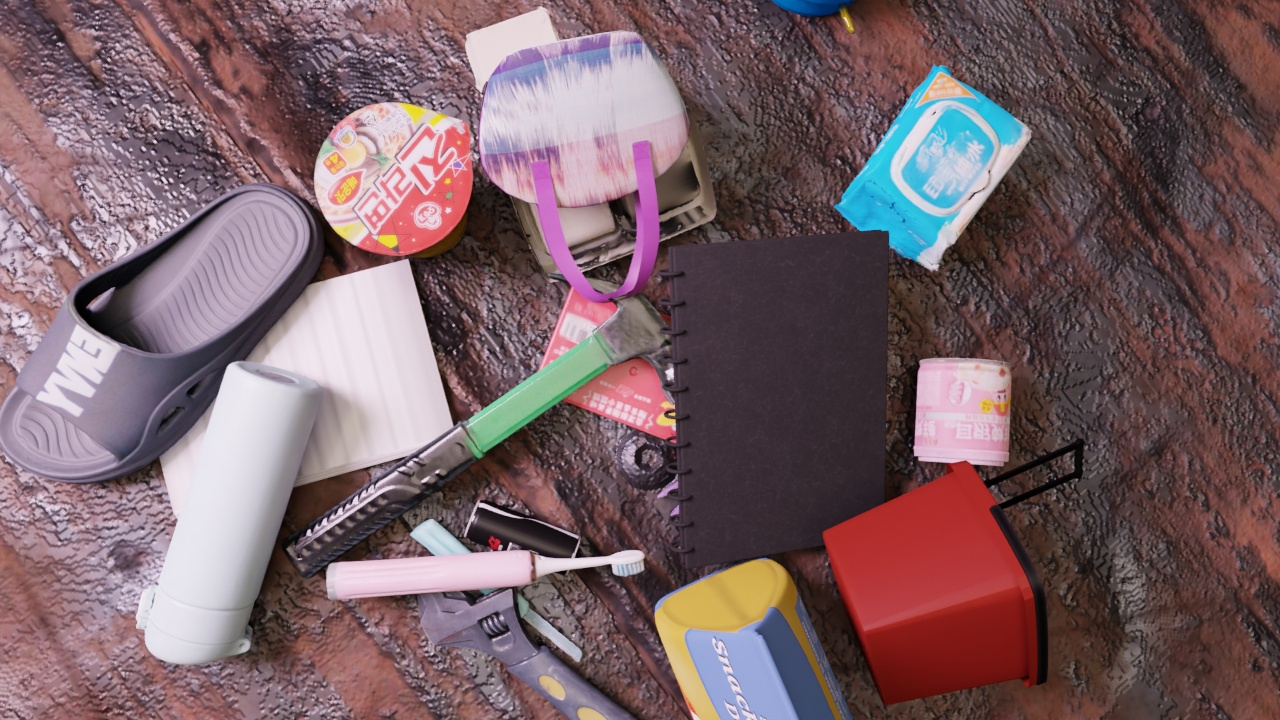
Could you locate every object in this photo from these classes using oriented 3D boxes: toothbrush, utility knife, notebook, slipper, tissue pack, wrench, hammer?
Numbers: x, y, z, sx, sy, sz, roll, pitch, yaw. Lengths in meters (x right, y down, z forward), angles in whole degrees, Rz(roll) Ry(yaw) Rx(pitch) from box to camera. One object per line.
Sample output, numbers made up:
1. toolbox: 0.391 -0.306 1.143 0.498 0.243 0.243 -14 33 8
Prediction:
1. toothbrush: -0.108 0.149 0.648 0.222 0.027 0.026 -3 114 -1
2. utility knife: -0.105 0.173 0.681 0.158 0.015 0.022 40 107 -1
3. notebook: 0.098 0.029 0.657 0.169 0.019 0.231 -6 104 -14
4. slipper: -0.333 -0.020 0.634 0.110 0.083 0.268 44 83 -1
5. tissue pack: 0.224 -0.146 0.698 0.093 0.062 0.144 35 85 -2
6. wrench: -0.055 0.242 0.672 0.273 0.022 0.073 41 100 -3
7. hammer: -0.120 0.054 0.663 0.319 0.032 0.130 -35 94 1
8. notebook: -0.257 0.020 0.682 0.209 0.009 0.142 -15 87 -5

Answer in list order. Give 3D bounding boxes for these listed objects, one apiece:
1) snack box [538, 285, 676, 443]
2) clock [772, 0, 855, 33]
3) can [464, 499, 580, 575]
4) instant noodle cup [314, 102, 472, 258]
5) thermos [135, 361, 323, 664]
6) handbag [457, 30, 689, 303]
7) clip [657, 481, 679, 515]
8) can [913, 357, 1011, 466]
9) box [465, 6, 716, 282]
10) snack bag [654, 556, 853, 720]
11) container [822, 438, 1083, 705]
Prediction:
1. snack box: -0.004 0.004 0.694 0.133 0.021 0.089 21 86 -3
2. clock: 0.123 -0.335 0.705 0.161 0.060 0.116 34 86 0
3. can: -0.087 0.130 0.676 0.080 0.031 0.031 21 85 -3
4. instant noodle cup: -0.163 -0.113 0.644 0.100 0.112 0.100 0 87 -5
5. thermos: -0.283 0.107 0.636 0.078 0.065 0.207 18 93 -24
6. handbag: -0.034 -0.122 0.608 0.144 0.068 0.170 -13 106 -8
7. clip: 0.038 0.095 0.697 0.052 0.013 0.036 -39 91 -8
8. can: 0.241 0.039 0.687 0.067 0.067 0.076 4 86 -4
9. box: -0.038 -0.166 0.680 0.145 0.101 0.187 -20 109 -7
10. snack bag: 0.087 0.226 0.595 0.102 0.205 0.159 -23 89 -5
11. container: 0.241 0.145 0.635 0.201 0.127 0.148 -20 132 4
